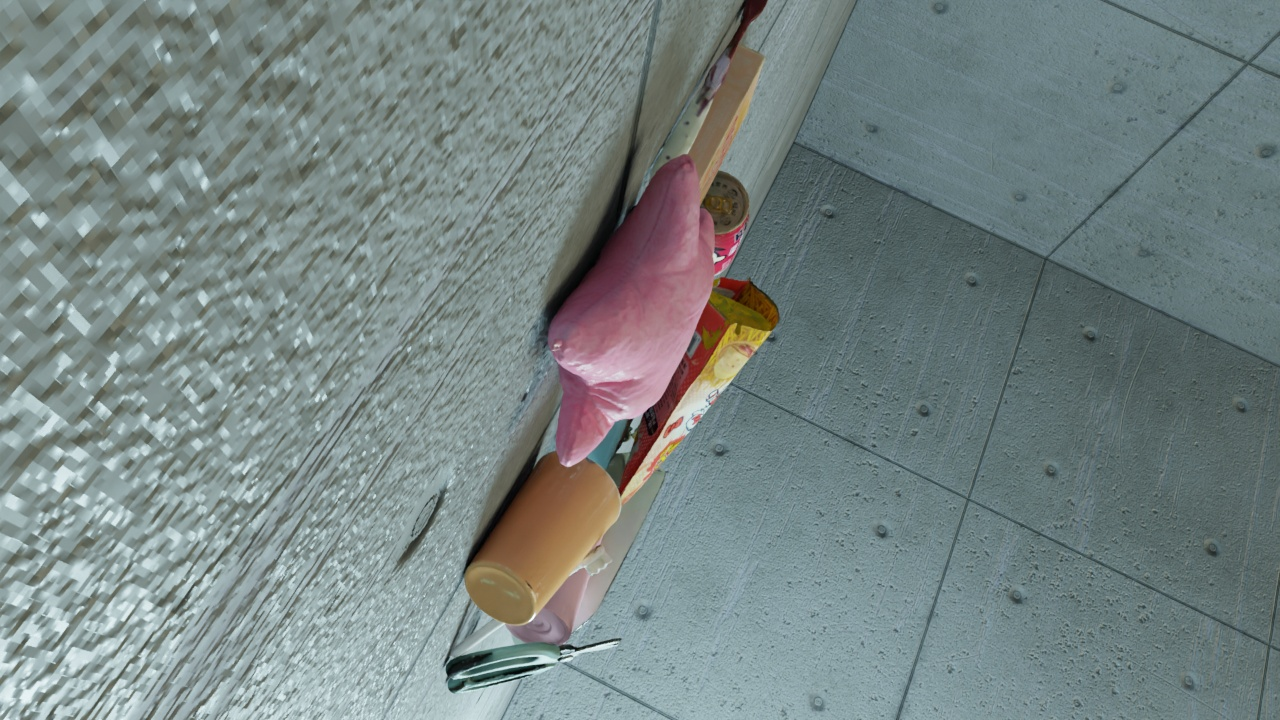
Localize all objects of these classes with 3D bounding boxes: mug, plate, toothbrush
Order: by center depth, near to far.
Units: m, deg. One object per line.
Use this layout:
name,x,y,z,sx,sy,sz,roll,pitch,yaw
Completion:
toothbrush,0.047,-0.187,0.628,0.187,0.016,0.017,-63,-175,-19
mug,-0.075,0.133,0.683,0.122,0.078,0.078,-51,167,-50
toothbrush,-0.092,0.199,0.741,0.180,0.016,0.016,-38,-178,22
plate,-0.069,0.200,1.029,0.162,0.034,0.265,-16,-144,49

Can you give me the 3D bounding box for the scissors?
scissors,-0.100,0.267,0.823,0.169,0.177,0.019,67,8,-64

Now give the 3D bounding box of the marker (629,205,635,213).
marker,-0.016,-0.052,0.638,0.022,0.018,0.131,-48,165,-45

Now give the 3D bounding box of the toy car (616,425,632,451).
toy car,-0.048,0.105,1.026,0.106,0.031,0.048,-51,169,25

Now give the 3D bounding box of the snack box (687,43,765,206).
snack box,0.049,-0.161,0.723,0.157,0.026,0.084,-63,176,-13

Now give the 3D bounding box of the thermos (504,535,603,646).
thermos,-0.083,0.193,0.930,0.087,0.067,0.198,-33,-156,32

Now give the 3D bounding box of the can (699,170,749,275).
can,0.059,-0.120,0.810,0.066,0.066,0.094,-63,176,-17

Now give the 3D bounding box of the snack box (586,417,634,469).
snack box,-0.014,0.002,0.754,0.175,0.051,0.074,-67,175,37

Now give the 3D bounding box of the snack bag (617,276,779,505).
snack bag,0.032,0.028,0.776,0.208,0.073,0.128,-59,-177,29

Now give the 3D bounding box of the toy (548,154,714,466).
toy,-0.005,-0.031,0.552,0.178,0.074,0.195,-26,139,-66
